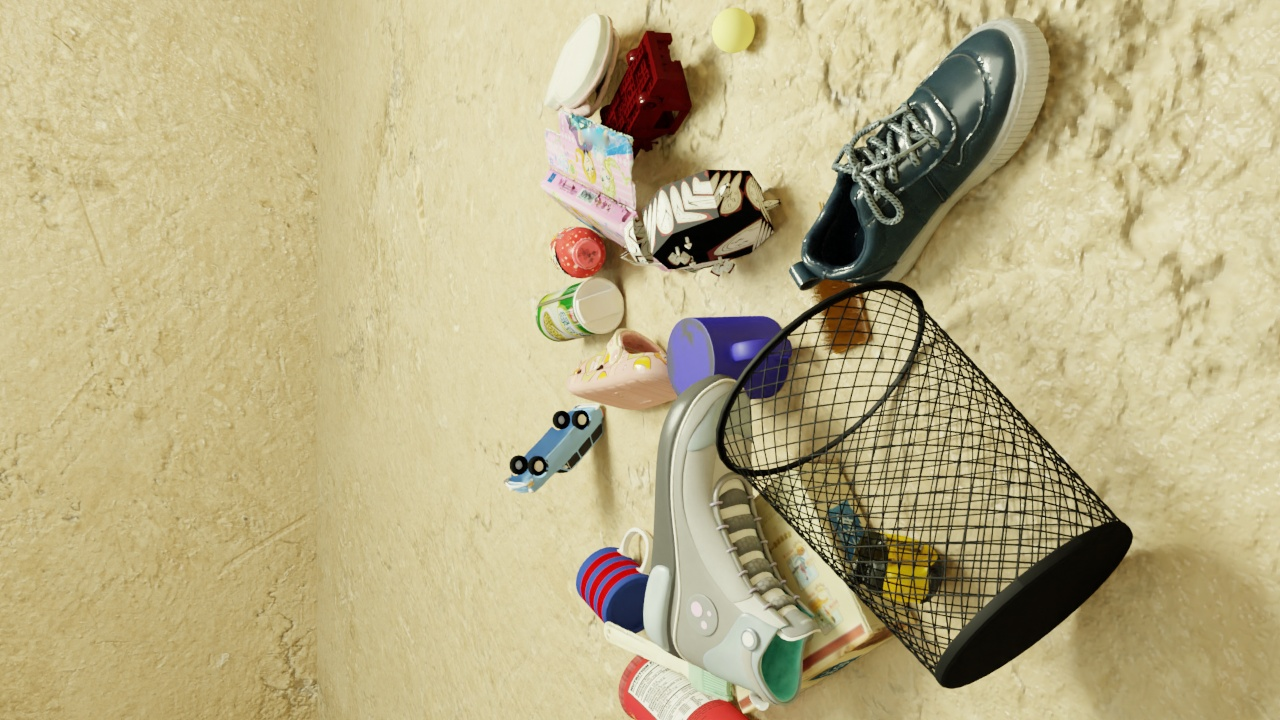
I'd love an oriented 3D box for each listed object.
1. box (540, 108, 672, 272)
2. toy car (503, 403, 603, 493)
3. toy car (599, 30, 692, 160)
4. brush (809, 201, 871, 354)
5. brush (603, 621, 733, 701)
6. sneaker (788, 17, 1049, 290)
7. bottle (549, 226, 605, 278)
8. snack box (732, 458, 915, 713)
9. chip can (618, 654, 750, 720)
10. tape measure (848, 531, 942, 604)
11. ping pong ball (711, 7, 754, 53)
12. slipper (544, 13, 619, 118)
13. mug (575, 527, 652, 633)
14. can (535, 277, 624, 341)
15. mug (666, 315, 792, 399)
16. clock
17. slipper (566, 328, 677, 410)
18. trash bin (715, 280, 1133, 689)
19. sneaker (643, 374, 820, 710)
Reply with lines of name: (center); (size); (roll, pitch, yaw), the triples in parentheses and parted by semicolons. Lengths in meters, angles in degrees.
box: (-0.051, -0.189, 1.019); (0.230, 0.061, 0.161); (39, 160, 52)
toy car: (-0.103, 0.112, 1.136); (0.056, 0.153, 0.055); (-5, 125, 51)
toy car: (0.007, -0.271, 0.970); (0.170, 0.061, 0.070); (134, 127, -64)
brush: (0.161, -0.071, 0.774); (0.048, 0.017, 0.126); (-29, 68, 57)
brush: (0.021, 0.300, 0.932); (0.218, 0.012, 0.033); (0, 93, 55)
sneaker: (0.187, -0.139, 0.654); (0.089, 0.087, 0.236); (64, 143, 34)
bottle: (-0.072, -0.128, 1.090); (0.137, 0.062, 0.062); (-145, 56, -76)
snack box: (0.131, 0.203, 0.813); (0.208, 0.055, 0.153); (-55, 47, 46)
chip can: (0.067, 0.371, 0.910); (0.213, 0.087, 0.087); (23, 112, 56)
tape measure: (0.195, 0.153, 0.691); (0.064, 0.065, 0.037); (12, 103, 21)
ping pong ball: (0.087, -0.308, 0.856); (0.040, 0.040, 0.040); (9, 100, 59)
slipper: (-0.063, -0.334, 1.071); (0.274, 0.054, 0.114); (-137, 67, -71)
mug: (-0.017, 0.251, 1.065); (0.076, 0.075, 0.112); (31, 93, 55)
can: (-0.076, -0.060, 1.130); (0.121, 0.067, 0.067); (-9, 85, 60)
mug: (0.088, -0.004, 0.839); (0.111, 0.083, 0.079); (-16, 79, 59)
clock: (0.050, -0.114, 0.857); (0.155, 0.114, 0.065); (-26, 69, 39)
slipper: (-0.006, 0.006, 1.014); (0.198, 0.093, 0.081); (-12, 62, 58)
trash bin: (0.184, 0.083, 0.605); (0.210, 0.183, 0.184); (52, 135, 36)
sneaker: (0.087, 0.149, 0.755); (0.160, 0.092, 0.257); (19, 107, 49)
